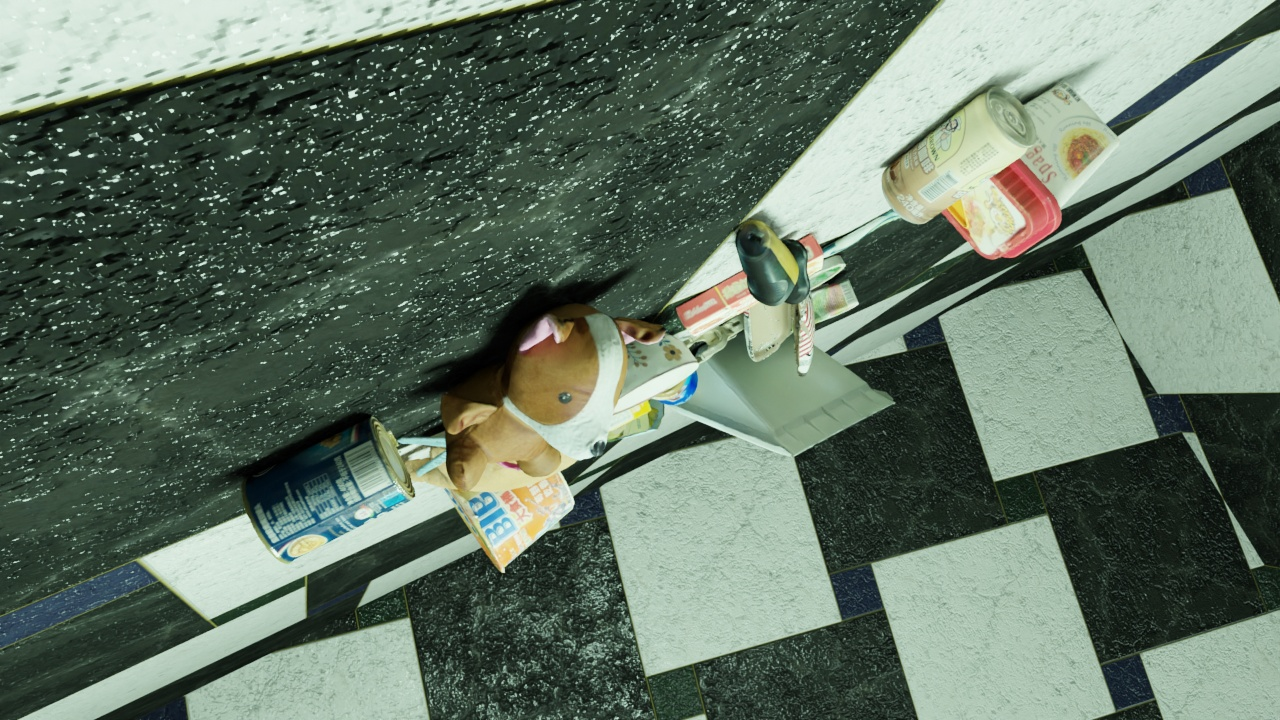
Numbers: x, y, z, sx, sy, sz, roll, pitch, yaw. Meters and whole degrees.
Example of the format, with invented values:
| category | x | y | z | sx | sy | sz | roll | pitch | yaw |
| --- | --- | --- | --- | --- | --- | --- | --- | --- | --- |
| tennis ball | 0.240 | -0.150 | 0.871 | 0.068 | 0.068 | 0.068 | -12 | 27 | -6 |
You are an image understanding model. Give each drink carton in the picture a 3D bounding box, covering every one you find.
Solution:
| category | x | y | z | sx | sy | sz | roll | pitch | yaw |
| --- | --- | --- | --- | --- | --- | --- | --- | --- | --- |
| drink carton | 0.222 | -0.069 | 1.200 | 0.122 | 0.045 | 0.054 | -21 | 179 | -31 |

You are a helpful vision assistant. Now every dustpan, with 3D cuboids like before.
| category | x | y | z | sx | sy | sz | roll | pitch | yaw |
| --- | --- | --- | --- | --- | --- | --- | --- | --- | --- |
| dustpan | 0.163 | 0.052 | 1.259 | 0.222 | 0.257 | 0.143 | -21 | 145 | -37 |

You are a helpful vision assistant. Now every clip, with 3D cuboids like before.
| category | x | y | z | sx | sy | sz | roll | pitch | yaw |
| --- | --- | --- | --- | --- | --- | --- | --- | --- | --- |
| clip | 0.093 | -0.030 | 1.109 | 0.100 | 0.034 | 0.072 | -31 | 174 | -37 |

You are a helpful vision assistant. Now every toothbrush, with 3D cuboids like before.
| category | x | y | z | sx | sy | sz | roll | pitch | yaw |
| --- | --- | --- | --- | --- | --- | --- | --- | --- | --- |
| toothbrush | 0.271 | -0.152 | 0.978 | 0.192 | 0.018 | 0.016 | -29 | 171 | 7 |

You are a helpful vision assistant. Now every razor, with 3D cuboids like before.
| category | x | y | z | sx | sy | sz | roll | pitch | yaw |
| --- | --- | --- | --- | --- | --- | --- | --- | --- | --- |
| razor | 0.114 | -0.090 | 0.802 | 0.067 | 0.062 | 0.167 | -58 | 162 | 2 |

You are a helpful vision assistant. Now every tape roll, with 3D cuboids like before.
| category | x | y | z | sx | sy | sz | roll | pitch | yaw |
| --- | --- | --- | --- | --- | --- | --- | --- | --- | --- |
| tape roll | 0.203 | -0.098 | 1.093 | 0.085 | 0.014 | 0.086 | -27 | 170 | -5 |

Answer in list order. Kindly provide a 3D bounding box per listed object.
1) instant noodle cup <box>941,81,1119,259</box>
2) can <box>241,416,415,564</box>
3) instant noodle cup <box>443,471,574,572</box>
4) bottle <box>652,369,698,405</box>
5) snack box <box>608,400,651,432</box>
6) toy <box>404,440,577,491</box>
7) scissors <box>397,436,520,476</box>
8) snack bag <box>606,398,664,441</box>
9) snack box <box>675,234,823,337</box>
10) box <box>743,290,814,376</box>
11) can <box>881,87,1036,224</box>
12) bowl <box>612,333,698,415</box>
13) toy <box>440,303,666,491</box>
| category | x | y | z | sx | sy | sz | roll | pitch | yaw |
| --- | --- | --- | --- | --- | --- | --- | --- | --- | --- |
| instant noodle cup | 0.343 | -0.172 | 0.820 | 0.124 | 0.116 | 0.117 | -37 | 173 | -11 |
| can | -0.242 | 0.101 | 0.723 | 0.111 | 0.075 | 0.075 | -27 | 171 | -6 |
| instant noodle cup | -0.154 | 0.150 | 1.056 | 0.111 | 0.151 | 0.152 | -33 | 173 | -17 |
| bottle | 0.035 | 0.020 | 1.107 | 0.065 | 0.065 | 0.218 | -28 | 172 | 4 |
| snack box | -0.061 | 0.070 | 1.114 | 0.140 | 0.034 | 0.087 | -29 | -167 | -4 |
| toy | -0.150 | 0.092 | 0.929 | 0.227 | 0.082 | 0.143 | -31 | 141 | 27 |
| scissors | -0.156 | 0.082 | 0.850 | 0.135 | 0.113 | 0.017 | -34 | -155 | 23 |
| snack bag | -0.065 | 0.092 | 1.181 | 0.191 | 0.039 | 0.110 | -18 | -156 | 19 |
| snack box | 0.112 | -0.074 | 0.931 | 0.153 | 0.025 | 0.075 | -28 | 171 | 7 |
| box | 0.153 | -0.042 | 1.039 | 0.088 | 0.076 | 0.163 | -1 | 154 | 11 |
| can | 0.256 | -0.164 | 0.747 | 0.058 | 0.058 | 0.117 | -20 | 168 | -40 |
| bowl | -0.005 | 0.005 | 0.916 | 0.113 | 0.062 | 0.113 | -28 | 171 | -5 |
| toy | -0.075 | 0.030 | 0.712 | 0.139 | 0.130 | 0.200 | -6 | 148 | -51 |
